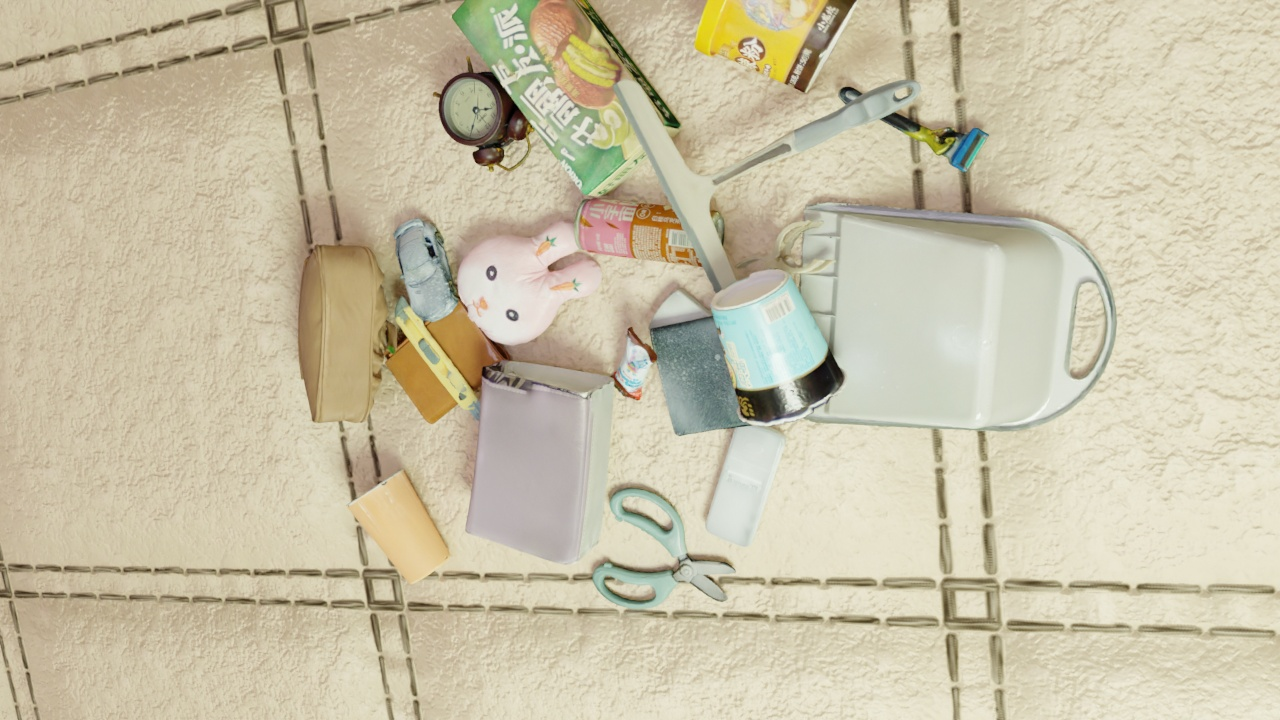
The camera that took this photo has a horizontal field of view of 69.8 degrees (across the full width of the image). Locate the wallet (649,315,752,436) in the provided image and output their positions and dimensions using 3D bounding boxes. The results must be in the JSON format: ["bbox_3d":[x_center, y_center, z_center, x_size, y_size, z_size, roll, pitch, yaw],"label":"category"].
[{"bbox_3d":[0.068,0.016,0.949,0.097,0.019,0.121,-10,99,20],"label":"wallet"}]

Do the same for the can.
[{"bbox_3d":[0.009,-0.132,0.941,0.147,0.057,0.058,9,103,17],"label":"can"}]

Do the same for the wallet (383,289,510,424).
[{"bbox_3d":[-0.228,-0.004,1.064,0.132,0.031,0.108,-38,88,20],"label":"wallet"}]

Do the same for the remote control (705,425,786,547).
[{"bbox_3d":[0.111,0.131,0.976,0.056,0.020,0.136,20,106,16],"label":"remote control"}]

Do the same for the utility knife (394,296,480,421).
[{"bbox_3d":[-0.226,0.003,1.044,0.031,0.019,0.175,-37,94,27],"label":"utility knife"}]

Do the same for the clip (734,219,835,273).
[{"bbox_3d":[0.146,-0.090,0.902,0.104,0.034,0.089,-45,69,30],"label":"clip"}]

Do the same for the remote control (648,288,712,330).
[{"bbox_3d":[0.073,-0.015,0.962,0.135,0.019,0.056,39,111,8],"label":"remote control"}]

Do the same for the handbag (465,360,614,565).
[{"bbox_3d":[-0.110,0.107,1.008,0.145,0.098,0.197,11,105,16],"label":"handbag"}]

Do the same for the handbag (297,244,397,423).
[{"bbox_3d":[-0.339,-0.034,1.052,0.148,0.099,0.205,33,118,58],"label":"handbag"}]

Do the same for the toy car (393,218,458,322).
[{"bbox_3d":[-0.244,-0.102,1.033,0.054,0.036,0.120,-25,71,15],"label":"toy car"}]

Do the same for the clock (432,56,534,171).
[{"bbox_3d":[-0.162,-0.257,0.979,0.082,0.055,0.122,-38,88,21],"label":"clock"}]

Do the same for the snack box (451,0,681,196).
[{"bbox_3d":[-0.075,-0.295,0.937,0.115,0.063,0.240,-37,87,23],"label":"snack box"}]

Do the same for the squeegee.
[{"bbox_3d":[0.137,-0.199,0.847,0.247,0.039,0.246,-23,105,22],"label":"squeegee"}]

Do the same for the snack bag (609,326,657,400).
[{"bbox_3d":[-0.006,0.006,0.970,0.045,0.026,0.106,49,150,17],"label":"snack bag"}]

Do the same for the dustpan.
[{"bbox_3d":[0.298,-0.036,0.885,0.258,0.142,0.223,14,106,47],"label":"dustpan"}]

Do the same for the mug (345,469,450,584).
[{"bbox_3d":[-0.287,0.202,1.104,0.078,0.078,0.123,-31,94,22],"label":"mug"}]

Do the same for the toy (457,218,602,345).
[{"bbox_3d":[-0.124,-0.088,1.003,0.160,0.054,0.121,-28,91,14],"label":"toy"}]

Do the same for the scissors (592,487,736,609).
[{"bbox_3d":[0.015,0.234,1.032,0.174,0.019,0.177,40,109,7],"label":"scissors"}]

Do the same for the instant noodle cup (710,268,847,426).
[{"bbox_3d":[0.122,-0.017,0.866,0.111,0.111,0.120,-18,110,21],"label":"instant noodle cup"}]

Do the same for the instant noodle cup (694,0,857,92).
[{"bbox_3d":[0.126,-0.314,0.840,0.114,0.118,0.119,30,108,3],"label":"instant noodle cup"}]

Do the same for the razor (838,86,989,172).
[{"bbox_3d":[0.249,-0.221,0.860,0.143,0.022,0.042,30,82,15],"label":"razor"}]
